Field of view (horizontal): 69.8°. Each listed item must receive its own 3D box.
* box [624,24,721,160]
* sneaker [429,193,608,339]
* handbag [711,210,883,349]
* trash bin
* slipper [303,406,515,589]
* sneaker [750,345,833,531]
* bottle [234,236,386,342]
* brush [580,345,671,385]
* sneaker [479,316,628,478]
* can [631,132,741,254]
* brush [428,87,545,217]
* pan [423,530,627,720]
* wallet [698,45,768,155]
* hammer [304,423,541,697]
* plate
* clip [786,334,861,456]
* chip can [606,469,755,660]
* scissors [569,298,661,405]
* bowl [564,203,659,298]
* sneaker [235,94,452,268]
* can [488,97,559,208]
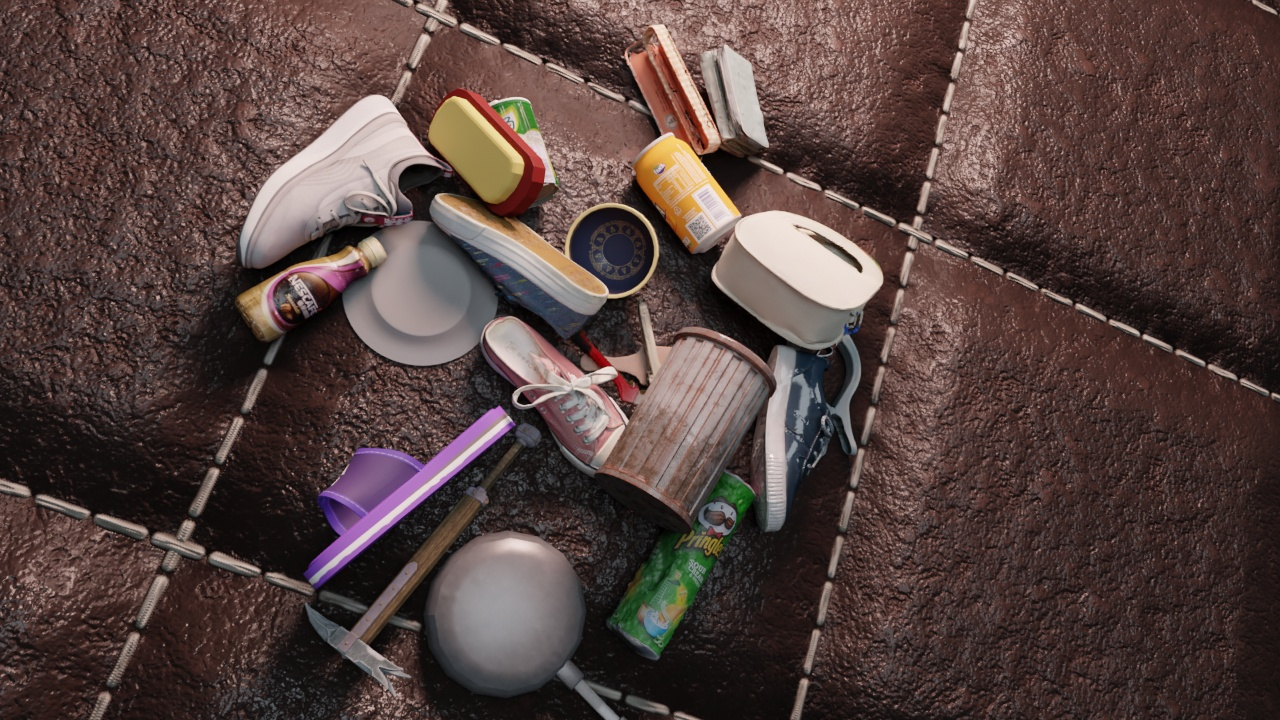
[{"bbox_3d":[0.040,-0.343,1.196,0.043,0.083,0.187,-19,80,-35],"label":"box"},{"bbox_3d":[-0.151,-0.111,1.080,0.235,0.087,0.079,34,112,5],"label":"sneaker"},{"bbox_3d":[0.202,-0.109,1.152,0.200,0.093,0.199,41,43,19],"label":"handbag"},{"bbox_3d":[0.055,0.071,1.024,0.131,0.131,0.210,34,71,-5],"label":"trash bin"},{"bbox_3d":[-0.260,0.119,0.970,0.265,0.107,0.084,-40,91,-27],"label":"slipper"},{"bbox_3d":[0.186,0.092,1.101,0.087,0.089,0.235,10,77,-4],"label":"sneaker"},{"bbox_3d":[-0.361,-0.085,1.019,0.165,0.060,0.059,-35,87,-21],"label":"bottle"},{"bbox_3d":[-0.007,0.007,1.121,0.135,0.015,0.049,3,76,-9],"label":"brush"},{"bbox_3d":[-0.085,0.039,1.046,0.241,0.088,0.118,46,69,-6],"label":"sneaker"},{"bbox_3d":[0.057,-0.210,1.158,0.079,0.079,0.142,-36,88,-21],"label":"can"},{"bbox_3d":[-0.187,-0.245,1.076,0.173,0.082,0.041,47,23,19],"label":"brush"},{"bbox_3d":[-0.081,0.337,0.997,0.357,0.041,0.178,46,69,-1],"label":"pan"},{"bbox_3d":[0.124,-0.339,1.210,0.100,0.054,0.131,3,69,-58],"label":"wallet"},{"bbox_3d":[-0.214,0.186,0.992,0.147,0.028,0.316,24,60,26],"label":"hammer"},{"bbox_3d":[-0.255,-0.082,1.073,0.178,0.012,0.178,4,75,-15],"label":"plate"},{"bbox_3d":[0.264,0.037,1.180,0.141,0.029,0.171,-11,80,-16],"label":"clip"},{"bbox_3d":[0.046,0.227,1.045,0.075,0.076,0.222,36,70,-4],"label":"chip can"},{"bbox_3d":[-0.003,0.014,1.103,0.193,0.015,0.179,21,75,-6],"label":"scissors"},{"bbox_3d":[-0.030,-0.134,1.117,0.112,0.061,0.112,1,99,9],"label":"bowl"},{"bbox_3d":[-0.331,-0.178,1.030,0.128,0.097,0.262,37,62,2],"label":"sneaker"},{"bbox_3d":[-0.148,-0.253,1.118,0.067,0.067,0.121,-17,82,-19],"label":"can"}]
